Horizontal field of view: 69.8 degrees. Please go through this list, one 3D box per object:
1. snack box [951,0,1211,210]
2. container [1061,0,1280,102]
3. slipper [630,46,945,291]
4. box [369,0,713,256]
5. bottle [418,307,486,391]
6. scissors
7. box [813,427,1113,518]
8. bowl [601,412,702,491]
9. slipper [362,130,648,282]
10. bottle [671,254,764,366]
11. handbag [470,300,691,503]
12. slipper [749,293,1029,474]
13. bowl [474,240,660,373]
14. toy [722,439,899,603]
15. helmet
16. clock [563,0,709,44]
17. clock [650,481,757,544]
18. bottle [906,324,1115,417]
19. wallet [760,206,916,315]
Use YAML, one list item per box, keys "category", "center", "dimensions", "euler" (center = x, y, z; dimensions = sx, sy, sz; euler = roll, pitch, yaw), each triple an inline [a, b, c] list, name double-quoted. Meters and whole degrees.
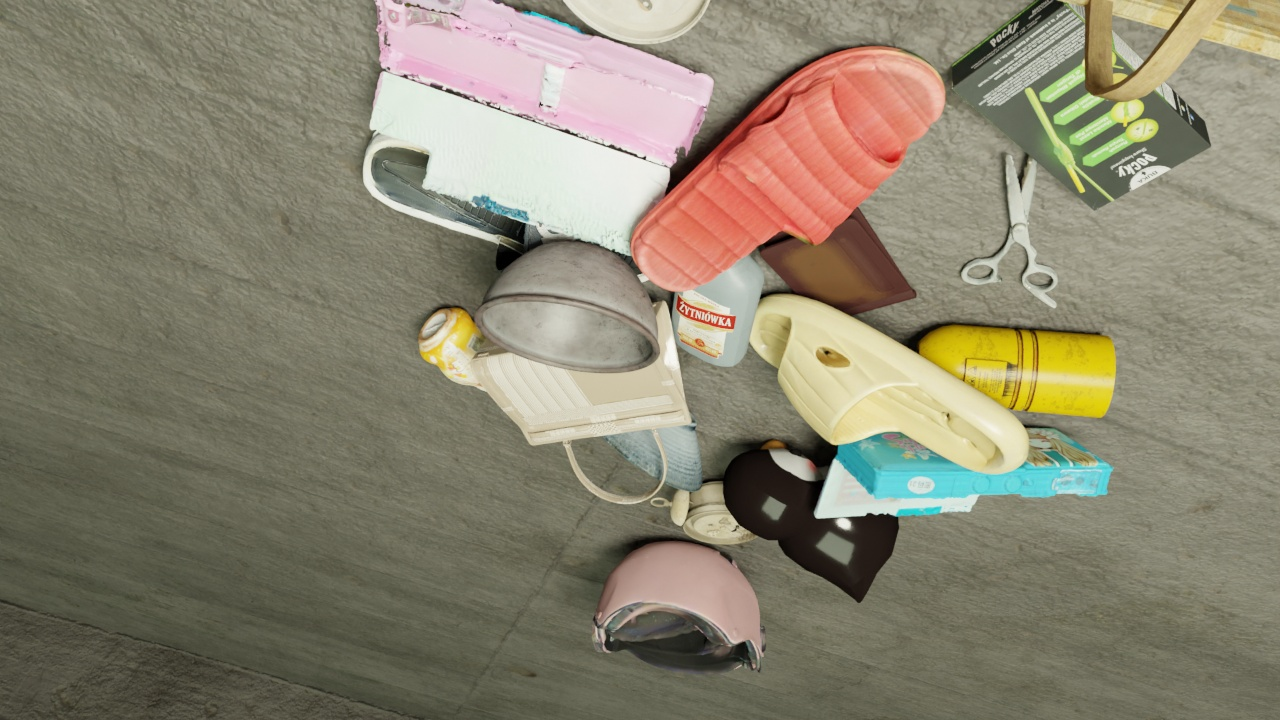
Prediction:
- category: "snack box"
  center: [0.282, -0.164, 0.588]
  dimensions: [0.147, 0.025, 0.080]
  euler: [30, 142, -22]
- category: "container"
  center: [0.235, -0.215, 0.393]
  dimensions: [0.250, 0.185, 0.158]
  euler: [14, 145, -1]
- category: "slipper"
  center: [0.097, -0.118, 0.637]
  dimensions: [0.249, 0.059, 0.103]
  euler: [-34, 130, 25]
- category: "box"
  center: [-0.077, -0.177, 0.663]
  dimensions: [0.230, 0.062, 0.161]
  euler: [18, 136, -6]
- category: "bottle"
  center: [-0.170, -0.004, 0.926]
  dimensions: [0.063, 0.063, 0.109]
  euler: [-17, 133, 36]
- category: "scissors"
  center: [0.296, -0.094, 0.691]
  dimensions: [0.118, 0.014, 0.162]
  euler: [16, 148, -1]
- category: "box"
  center: [0.292, 0.102, 0.864]
  dimensions: [0.227, 0.085, 0.170]
  euler: [0, 165, -11]
- category: "bowl"
  center: [0.022, 0.072, 0.956]
  dimensions: [0.137, 0.137, 0.057]
  euler: [29, 102, -21]
- category: "slipper"
  center: [-0.106, -0.110, 0.763]
  dimensions: [0.264, 0.063, 0.111]
  euler: [23, 144, -9]
- category: "bottle"
  center: [0.066, -0.063, 0.773]
  dimensions: [0.072, 0.046, 0.161]
  euler: [29, 148, 16]
- category: "handbag"
  center: [-0.036, 0.056, 0.858]
  dimensions: [0.176, 0.062, 0.198]
  euler: [-9, 118, 21]
- category: "slipper"
  center: [0.189, 0.032, 0.768]
  dimensions: [0.261, 0.079, 0.111]
  euler: [29, 153, 21]
- category: "bowl"
  center: [-0.052, -0.047, 0.720]
  dimensions: [0.145, 0.067, 0.145]
  euler: [9, 160, 3]
- category: "toy"
  center: [0.172, 0.163, 0.975]
  dimensions: [0.184, 0.139, 0.160]
  euler: [26, 143, -16]
- category: "helmet"
  center: [0.053, 0.335, 1.242]
  dimensions: [0.230, 0.152, 0.255]
  euler: [-5, 142, 20]
- category: "clock"
  center: [0.020, -0.246, 0.533]
  dimensions: [0.157, 0.061, 0.103]
  euler: [7, 145, 23]
- category: "clock"
  center: [0.081, 0.176, 1.100]
  dimensions: [0.140, 0.054, 0.093]
  euler: [11, 145, -10]
- category: "bottle"
  center: [0.304, 0.007, 0.777]
  dimensions: [0.164, 0.070, 0.071]
  euler: [5, 144, 12]
- category: "wallet"
  center: [0.162, -0.074, 0.762]
  dimensions: [0.092, 0.018, 0.115]
  euler: [-16, 137, 35]
